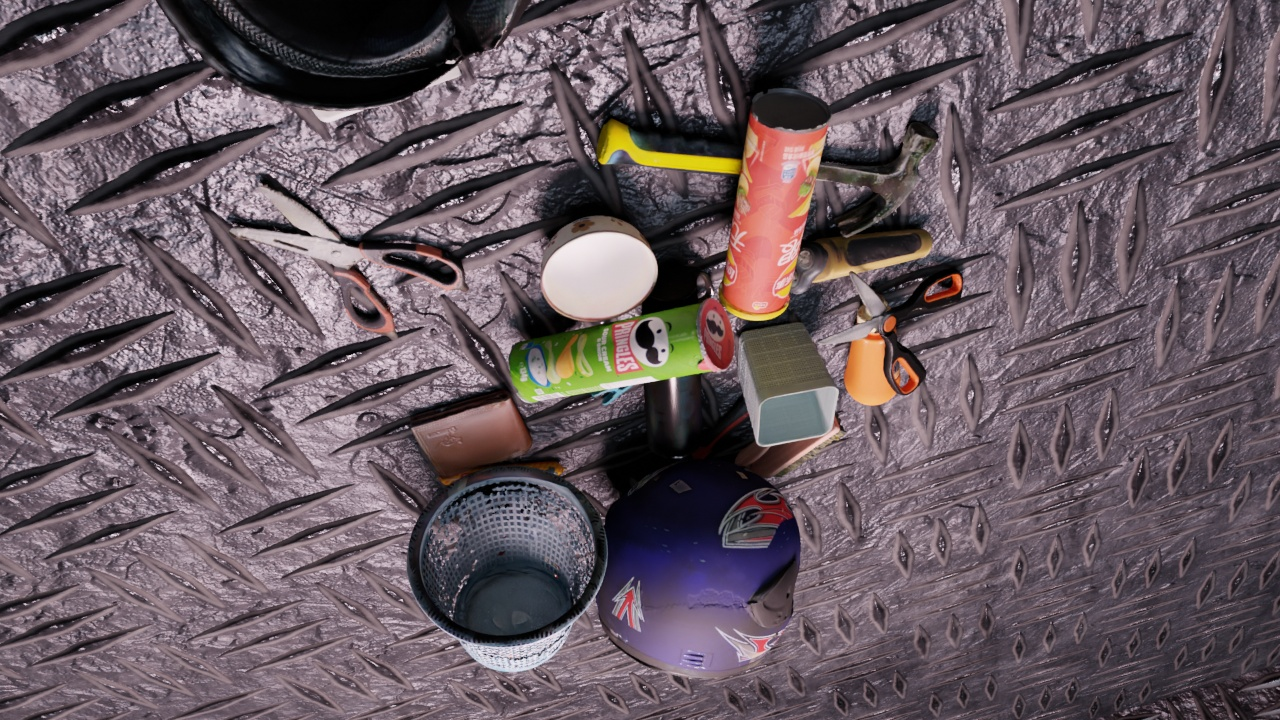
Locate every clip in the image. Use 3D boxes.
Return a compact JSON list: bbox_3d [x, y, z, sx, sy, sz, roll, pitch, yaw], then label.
[{"bbox_3d":[-0.030,0.033,1.083,0.055,0.013,0.038,-29,137,19],"label":"clip"}]

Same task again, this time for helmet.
[{"bbox_3d":[-0.161,-0.287,0.531,0.233,0.229,0.275,33,121,-23],"label":"helmet"},{"bbox_3d":[0.089,0.246,1.163,0.314,0.247,0.240,9,103,-55],"label":"helmet"}]

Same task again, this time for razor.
[{"bbox_3d":[0.227,-0.112,0.964,0.167,0.062,0.068,-10,176,-12],"label":"razor"}]

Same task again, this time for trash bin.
[{"bbox_3d":[-0.158,0.272,1.114,0.226,0.226,0.195,-6,143,-10],"label":"trash bin"}]

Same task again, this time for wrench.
[{"bbox_3d":[0.097,0.105,1.195,0.056,0.016,0.274,14,132,-33],"label":"wrench"}]

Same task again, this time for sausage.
[{"bbox_3d":[-0.174,0.142,1.156,0.165,0.021,0.021,-3,138,-12],"label":"sausage"}]

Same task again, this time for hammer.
[{"bbox_3d":[0.117,-0.183,0.871,0.323,0.031,0.126,3,135,-18],"label":"hammer"}]

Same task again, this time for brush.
[{"bbox_3d":[0.189,0.102,1.183,0.073,0.063,0.146,22,129,-39],"label":"brush"}]

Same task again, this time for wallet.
[{"bbox_3d":[-0.197,0.087,1.083,0.124,0.032,0.101,-17,136,2],"label":"wallet"}]

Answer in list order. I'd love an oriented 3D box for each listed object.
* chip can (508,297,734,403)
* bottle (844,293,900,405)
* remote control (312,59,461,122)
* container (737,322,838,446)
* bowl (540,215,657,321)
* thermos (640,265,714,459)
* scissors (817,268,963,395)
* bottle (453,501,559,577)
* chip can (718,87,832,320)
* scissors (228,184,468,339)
[{"bbox_3d":[-0.025,-0.005,0.936,0.237,0.072,0.072,-11,144,31],"label":"chip can"},{"bbox_3d":[0.275,-0.016,1.082,0.067,0.066,0.150,-12,131,-3],"label":"bottle"},{"bbox_3d":[-0.210,-0.230,0.734,0.125,0.024,0.049,-19,139,4],"label":"remote control"},{"bbox_3d":[0.162,0.023,1.051,0.090,0.111,0.090,-10,139,-6],"label":"container"},{"bbox_3d":[-0.045,-0.099,0.896,0.113,0.062,0.114,-9,138,-8],"label":"bowl"},{"bbox_3d":[0.045,0.003,1.028,0.089,0.068,0.243,-25,139,-22],"label":"thermos"},{"bbox_3d":[0.283,-0.044,1.019,0.228,0.022,0.221,-39,132,-16],"label":"scissors"},{"bbox_3d":[-0.182,0.254,1.252,0.060,0.059,0.206,-26,134,13],"label":"bottle"},{"bbox_3d":[0.121,-0.138,0.845,0.073,0.073,0.217,-5,136,-11],"label":"chip can"},{"bbox_3d":[-0.270,-0.092,0.876,0.189,0.015,0.227,-12,139,-2],"label":"scissors"}]
